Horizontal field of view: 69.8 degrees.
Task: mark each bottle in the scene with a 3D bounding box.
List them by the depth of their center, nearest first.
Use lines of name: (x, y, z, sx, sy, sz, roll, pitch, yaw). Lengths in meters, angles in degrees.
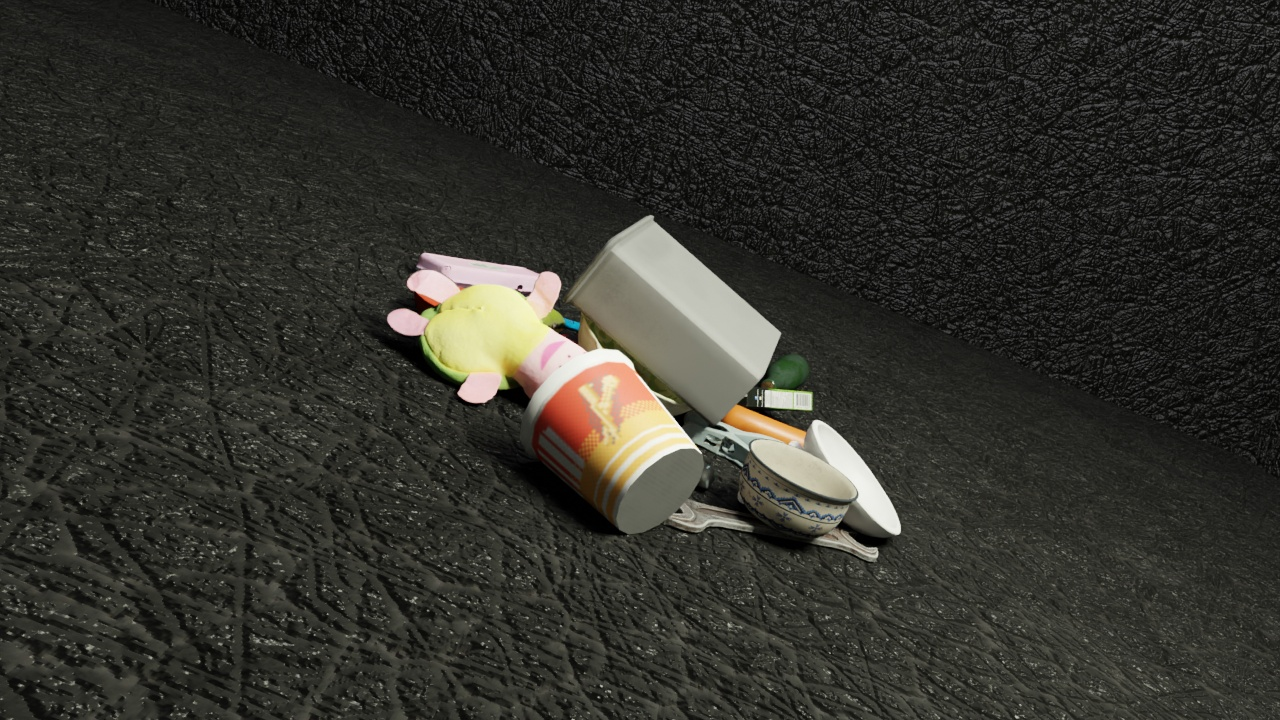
bottle: (0.214, 0.028, 1.400, 0.055, 0.055, 0.173, 27, 17, 16)

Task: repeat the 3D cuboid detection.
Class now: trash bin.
trash bin: (0.045, -0.052, 1.074, 0.220, 0.098, 0.191, 41, 23, 0)

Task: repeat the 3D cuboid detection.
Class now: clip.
clip: (0.125, 0.112, 1.036, 0.172, 0.029, 0.143, 20, 14, -8)

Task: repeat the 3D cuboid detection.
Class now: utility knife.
utility knife: (-0.056, -0.038, 1.314, 0.158, 0.015, 0.031, 17, 12, -15)

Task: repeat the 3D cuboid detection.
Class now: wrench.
wrench: (0.121, 0.161, 0.894, 0.273, 0.010, 0.070, 15, 17, -26)

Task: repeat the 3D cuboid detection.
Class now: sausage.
sausage: (0.174, 0.097, 1.132, 0.164, 0.039, 0.044, 21, 11, -5)

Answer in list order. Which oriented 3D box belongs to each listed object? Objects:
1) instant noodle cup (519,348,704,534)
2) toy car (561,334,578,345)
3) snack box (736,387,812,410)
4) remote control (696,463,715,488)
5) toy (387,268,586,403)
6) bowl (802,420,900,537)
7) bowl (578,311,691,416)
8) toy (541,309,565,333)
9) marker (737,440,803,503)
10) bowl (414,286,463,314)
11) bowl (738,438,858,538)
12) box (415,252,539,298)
instant noodle cup: (-0.019, 0.075, 0.799, 0.123, 0.124, 0.121, 4, 31, -49)
toy car: (-0.071, -0.002, 1.137, 0.091, 0.036, 0.042, 28, 15, -3)
snack box: (0.153, 0.052, 1.215, 0.080, 0.025, 0.147, -3, -6, 43)
remote control: (0.007, 0.091, 0.953, 0.152, 0.020, 0.041, 24, 14, 14)
toy: (-0.148, -0.020, 0.967, 0.238, 0.088, 0.189, 24, 51, 4)
bowl: (0.221, 0.137, 1.005, 0.149, 0.043, 0.149, 44, 19, -20)
bowl: (-0.006, 0.006, 1.090, 0.188, 0.060, 0.218, 42, 22, 6)
toy: (-0.158, -0.060, 1.185, 0.115, 0.046, 0.092, 19, 13, 13)
marker: (0.141, 0.120, 0.983, 0.020, 0.017, 0.133, 5, 22, 34)
bowl: (-0.217, -0.054, 1.099, 0.122, 0.035, 0.122, 21, 15, -6)
bowl: (0.148, 0.131, 0.898, 0.115, 0.059, 0.115, 21, 15, -6)
box: (-0.223, -0.115, 1.303, 0.086, 0.044, 0.202, 27, 15, 37)
